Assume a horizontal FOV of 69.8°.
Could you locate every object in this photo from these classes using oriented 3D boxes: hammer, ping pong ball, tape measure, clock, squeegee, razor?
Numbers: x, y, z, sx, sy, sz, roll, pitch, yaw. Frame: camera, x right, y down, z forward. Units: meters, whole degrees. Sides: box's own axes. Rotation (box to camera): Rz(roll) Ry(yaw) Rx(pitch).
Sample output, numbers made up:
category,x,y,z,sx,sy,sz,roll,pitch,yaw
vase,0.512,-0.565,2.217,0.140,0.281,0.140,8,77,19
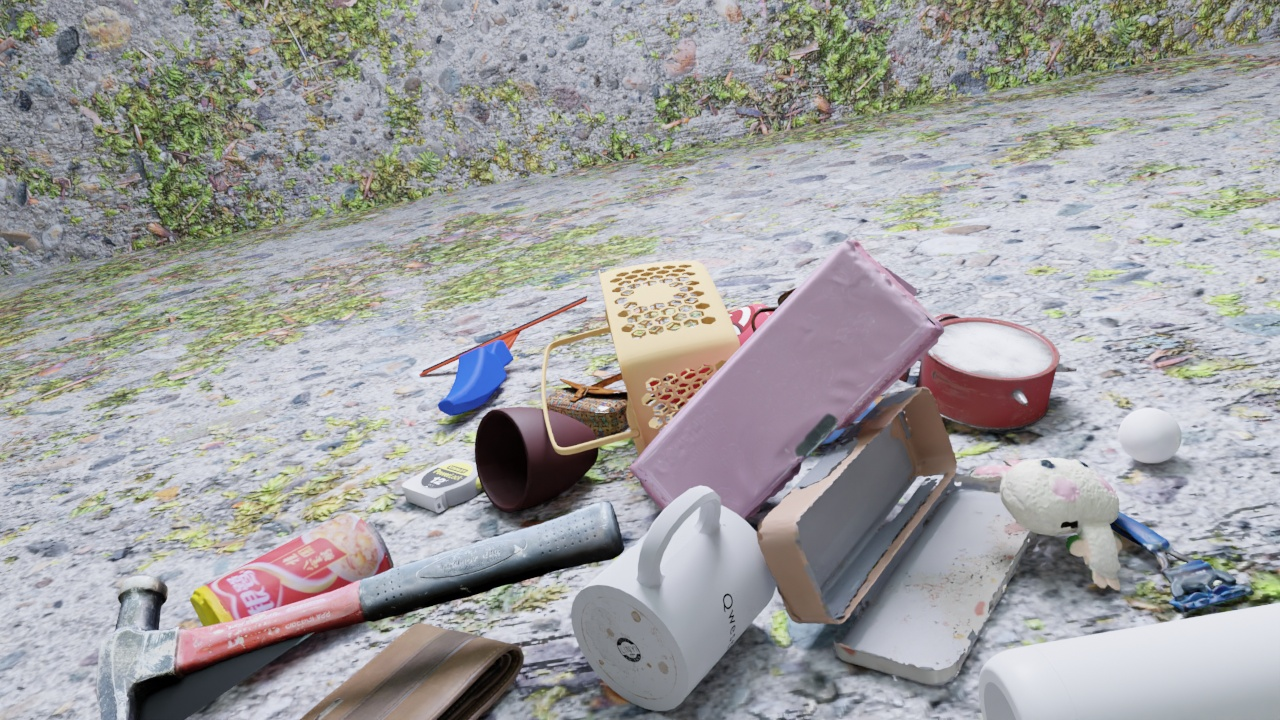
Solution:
category,x,y,z,sx,sy,sz,roll,pitch,yaw
hammer,-0.168,0.155,0.559,0.326,0.036,0.140,-17,50,-1
ping pong ball,0.370,0.055,0.667,0.040,0.040,0.040,-10,20,3
tape measure,-0.176,0.113,0.833,0.064,0.017,0.064,8,28,42
clock,0.282,0.007,0.802,0.109,0.062,0.157,-25,38,-34
squeegee,-0.183,0.016,1.046,0.250,0.055,0.184,-23,15,21
razor,0.312,0.111,0.579,0.044,0.018,0.141,-14,20,-7

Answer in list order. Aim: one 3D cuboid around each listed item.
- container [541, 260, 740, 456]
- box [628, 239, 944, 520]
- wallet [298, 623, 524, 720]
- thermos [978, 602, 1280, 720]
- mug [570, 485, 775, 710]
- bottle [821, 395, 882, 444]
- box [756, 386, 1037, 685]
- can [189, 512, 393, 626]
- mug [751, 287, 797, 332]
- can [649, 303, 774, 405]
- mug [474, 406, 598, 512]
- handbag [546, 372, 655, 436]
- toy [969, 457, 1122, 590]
category,x,y,z,sx,sy,sz,roll,pitch,yaw
container,-0.005,0.004,0.776,0.167,0.129,0.183,-16,30,1
box,0.110,0.028,0.667,0.099,0.233,0.106,49,21,21
wallet,-0.143,0.205,0.557,0.099,0.027,0.120,-1,23,38
thermos,0.282,0.158,0.408,0.230,0.069,0.101,-10,33,-1
mug,0.022,0.128,0.540,0.083,0.120,0.096,24,36,29
bottle,0.144,0.050,0.789,0.131,0.048,0.048,-10,20,3
box,0.179,0.099,0.590,0.096,0.115,0.216,-21,8,43
can,-0.247,0.165,0.658,0.124,0.067,0.067,-27,26,-38
mug,0.163,-0.022,0.881,0.111,0.081,0.085,-1,-15,1
can,0.080,-0.005,0.932,0.142,0.074,0.074,-20,22,-24
mug,-0.090,0.085,0.798,0.088,0.087,0.114,-6,-19,-40
handbag,-0.011,0.022,0.968,0.094,0.043,0.195,7,23,37
toy,0.265,0.090,0.579,0.087,0.050,0.112,6,24,-31
